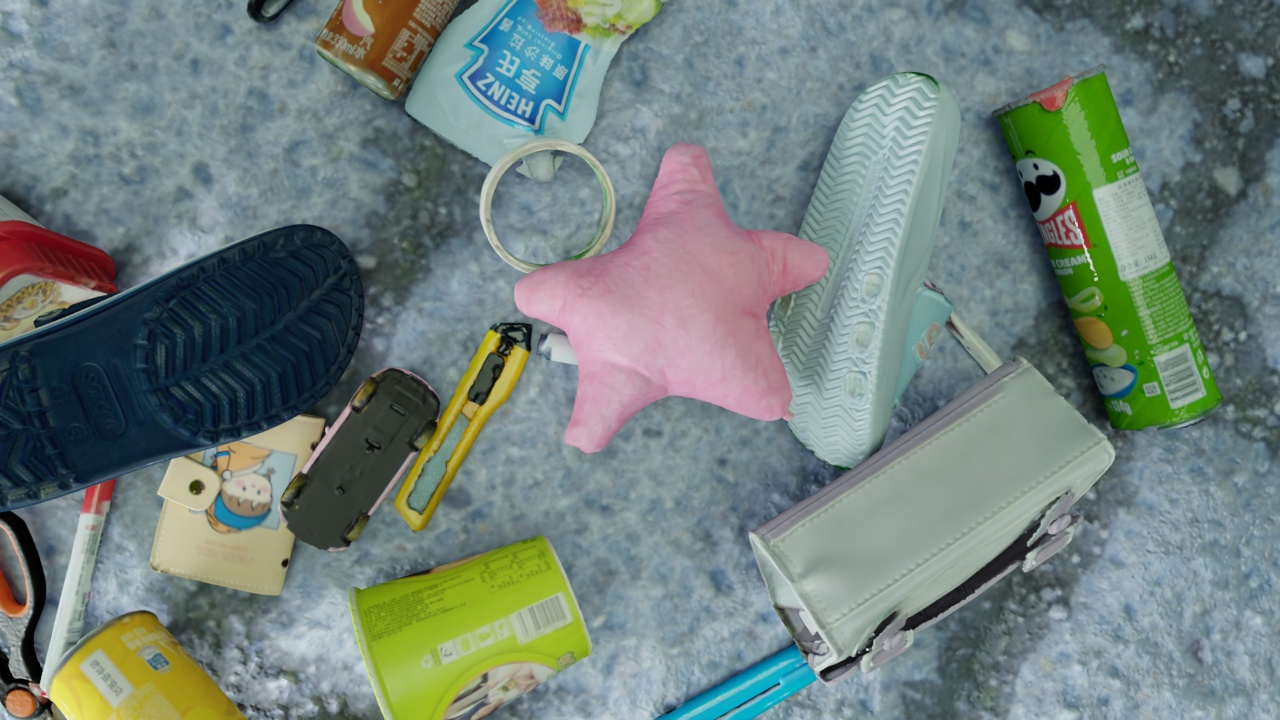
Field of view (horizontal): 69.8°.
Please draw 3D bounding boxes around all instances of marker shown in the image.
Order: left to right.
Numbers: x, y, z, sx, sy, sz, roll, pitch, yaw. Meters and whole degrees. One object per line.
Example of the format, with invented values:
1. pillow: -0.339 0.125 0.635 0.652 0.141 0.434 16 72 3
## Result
1. marker: -0.342 0.130 0.561 0.017 0.017 0.145 10 83 -7
2. marker: -0.004 0.004 0.603 0.130 0.018 0.023 10 100 -7

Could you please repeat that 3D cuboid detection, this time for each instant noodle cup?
1. instant noodle cup: -0.390 -0.053 0.518 0.124 0.116 0.116 42 87 6
2. instant noodle cup: -0.098 0.167 0.561 0.123 0.112 0.111 -21 94 -14

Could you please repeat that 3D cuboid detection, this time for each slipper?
1. slipper: -0.281 0.006 0.531 0.252 0.095 0.105 -30 113 -27
2. slipper: 0.148 -0.053 0.578 0.074 0.104 0.245 7 101 -35

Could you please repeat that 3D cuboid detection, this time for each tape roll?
1. tape roll: -0.058 -0.096 0.578 0.085 0.014 0.086 -7 115 -17

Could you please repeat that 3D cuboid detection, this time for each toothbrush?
1. toothbrush: 0.205 -0.043 0.625 0.017 0.016 0.187 -43 96 -13

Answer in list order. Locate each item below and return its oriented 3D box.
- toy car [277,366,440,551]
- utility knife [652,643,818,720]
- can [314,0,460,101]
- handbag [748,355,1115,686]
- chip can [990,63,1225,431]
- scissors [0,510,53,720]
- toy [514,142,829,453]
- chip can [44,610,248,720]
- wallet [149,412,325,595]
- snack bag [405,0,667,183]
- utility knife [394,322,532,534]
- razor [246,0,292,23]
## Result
1. toy car: -0.175 0.060 0.575 0.056 0.037 0.122 37 84 -14
2. utility knife: 0.110 0.206 0.625 0.225 0.018 0.034 -28 94 -6
3. can: -0.134 -0.233 0.552 0.058 0.058 0.147 33 93 -7
4. handbag: 0.174 0.109 0.563 0.197 0.145 0.098 -31 63 -6
5. chip can: 0.309 -0.070 0.606 0.072 0.072 0.236 -24 95 -5
6. scissors: -0.400 0.201 0.573 0.152 0.021 0.235 2 99 1
7. toy: 0.021 -0.021 0.561 0.194 0.074 0.178 -43 80 -5
8. chip can: -0.244 0.239 0.521 0.213 0.072 0.072 38 88 16
9. wallet: -0.255 0.082 0.577 0.087 0.024 0.115 14 88 -8
10. snack bag: -0.057 -0.210 0.579 0.110 0.039 0.191 31 92 -12
11. utility knife: -0.114 0.042 0.593 0.033 0.015 0.156 29 89 -4
12. razor: -0.184 -0.254 0.571 0.142 0.022 0.043 -37 131 -3
